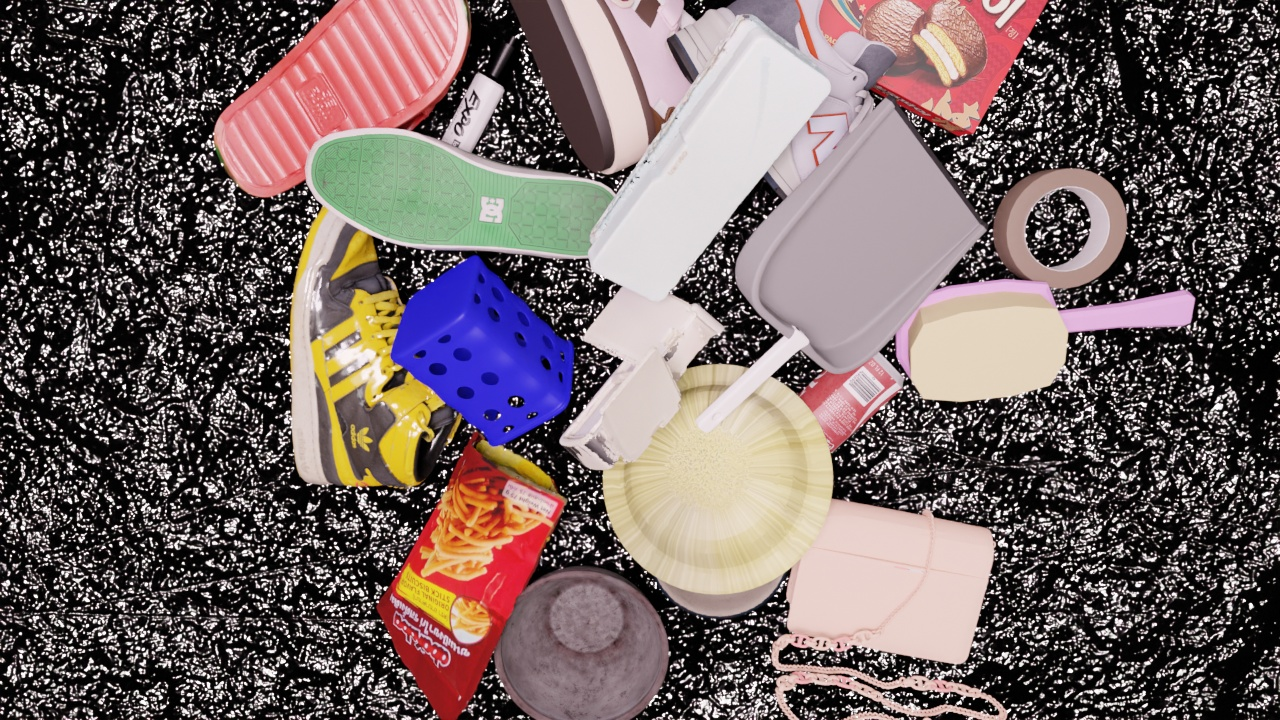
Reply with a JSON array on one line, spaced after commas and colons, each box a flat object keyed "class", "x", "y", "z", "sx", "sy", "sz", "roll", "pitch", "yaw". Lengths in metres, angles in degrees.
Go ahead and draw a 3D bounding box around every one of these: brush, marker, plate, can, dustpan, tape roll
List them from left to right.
[{"class": "marker", "x": -0.130, "y": -0.200, "z": 0.729, "sx": 0.025, "sy": 0.025, "sz": 0.126, "roll": 30, "pitch": 100, "yaw": -5}, {"class": "plate", "x": 0.056, "y": 0.088, "z": 0.719, "sx": 0.184, "sy": 0.036, "sz": 0.184, "roll": -4, "pitch": 74, "yaw": 12}, {"class": "dustpan", "x": 0.131, "y": -0.044, "z": 0.676, "sx": 0.258, "sy": 0.033, "sz": 0.163, "roll": -44, "pitch": 132, "yaw": 13}, {"class": "can", "x": 0.165, "y": 0.033, "z": 0.754, "sx": 0.097, "sy": 0.054, "sz": 0.054, "roll": -44, "pitch": 97, "yaw": 9}, {"class": "brush", "x": 0.322, "y": -0.021, "z": 0.726, "sx": 0.229, "sy": 0.043, "sz": 0.089, "roll": -7, "pitch": 123, "yaw": 7}, {"class": "tape roll", "x": 0.335, "y": -0.106, "z": 0.735, "sx": 0.094, "sy": 0.030, "sz": 0.094, "roll": 0, "pitch": 101, "yaw": 1}]

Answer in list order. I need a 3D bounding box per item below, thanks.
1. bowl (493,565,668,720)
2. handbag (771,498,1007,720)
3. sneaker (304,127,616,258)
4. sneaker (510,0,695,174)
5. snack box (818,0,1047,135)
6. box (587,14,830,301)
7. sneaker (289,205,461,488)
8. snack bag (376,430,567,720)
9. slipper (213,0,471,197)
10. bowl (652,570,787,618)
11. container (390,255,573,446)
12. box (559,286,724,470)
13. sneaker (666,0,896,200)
[{"class": "bowl", "x": -0.048, "y": 0.237, "z": 0.792, "sx": 0.145, "sy": 0.067, "sz": 0.145, "roll": 0, "pitch": 101, "yaw": 1}, {"class": "handbag", "x": 0.212, "y": 0.196, "z": 0.717, "sx": 0.199, "sy": 0.187, "sz": 0.117, "roll": 10, "pitch": 108, "yaw": 4}, {"class": "sneaker", "x": -0.134, "y": -0.122, "z": 0.712, "sx": 0.235, "sy": 0.079, "sz": 0.084, "roll": 10, "pitch": 94, "yaw": -8}, {"class": "sneaker", "x": -0.038, "y": -0.296, "z": 0.680, "sx": 0.116, "sy": 0.112, "sz": 0.294, "roll": -28, "pitch": 99, "yaw": -16}, {"class": "snack box", "x": 0.217, "y": -0.269, "z": 0.703, "sx": 0.152, "sy": 0.035, "sz": 0.133, "roll": 26, "pitch": 101, "yaw": -4}, {"class": "box", "x": 0.042, "y": -0.129, "z": 0.626, "sx": 0.086, "sy": 0.072, "sz": 0.199, "roll": 39, "pitch": 117, "yaw": 2}, {"class": "sneaker", "x": -0.205, "y": -0.005, "z": 0.737, "sx": 0.122, "sy": 0.086, "sz": 0.239, "roll": 9, "pitch": 105, "yaw": 5}, {"class": "snack bag", "x": -0.145, "y": 0.177, "z": 0.773, "sx": 0.139, "sy": 0.066, "sz": 0.208, "roll": 32, "pitch": 100, "yaw": 35}, {"class": "slipper", "x": -0.224, "y": -0.211, "z": 0.713, "sx": 0.249, "sy": 0.059, "sz": 0.103, "roll": -29, "pitch": 101, "yaw": 22}, {"class": "bowl", "x": 0.065, "y": 0.152, "z": 0.777, "sx": 0.115, "sy": 0.059, "sz": 0.115, "roll": 0, "pitch": 101, "yaw": 1}, {"class": "container", "x": -0.120, "y": -0.007, "z": 0.710, "sx": 0.085, "sy": 0.085, "sz": 0.113, "roll": -29, "pitch": 125, "yaw": 23}, {"class": "box", "x": -0.004, "y": 0.004, "z": 0.672, "sx": 0.081, "sy": 0.182, "sz": 0.143, "roll": 41, "pitch": 74, "yaw": -9}, {"class": "sneaker", "x": 0.136, "y": -0.178, "z": 0.672, "sx": 0.124, "sy": 0.088, "sz": 0.240, "roll": -40, "pitch": 116, "yaw": 13}]
